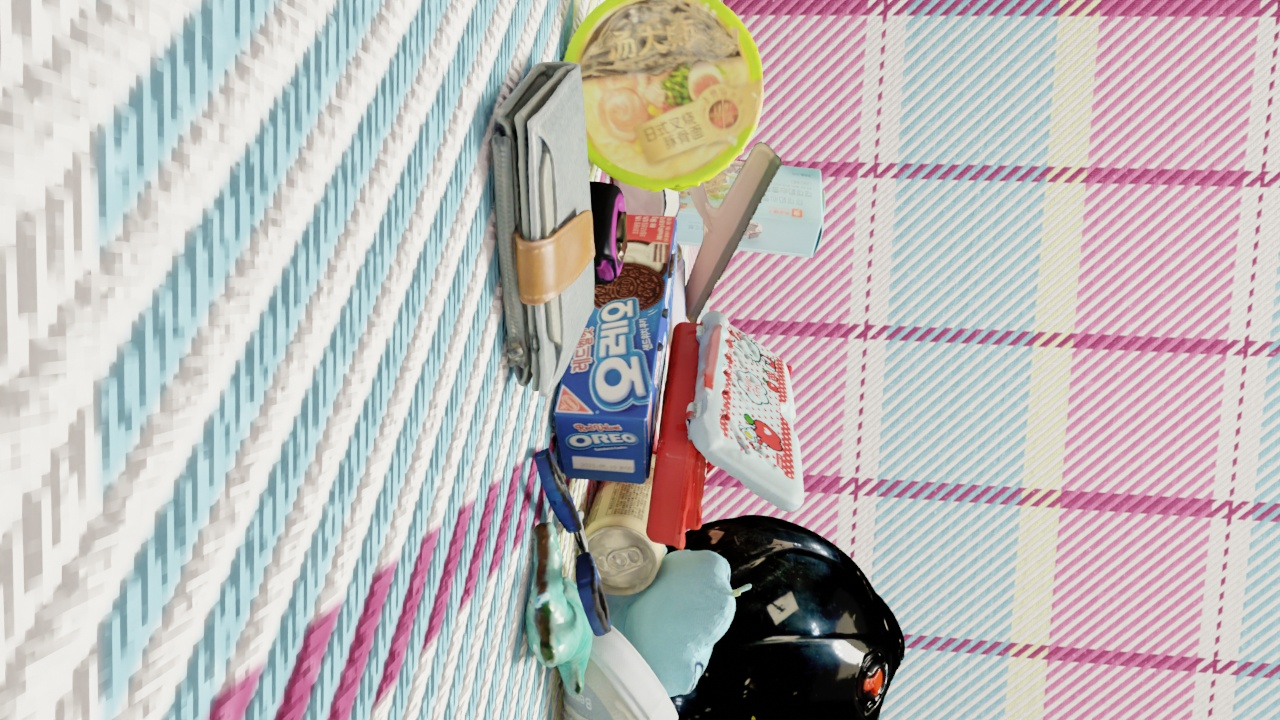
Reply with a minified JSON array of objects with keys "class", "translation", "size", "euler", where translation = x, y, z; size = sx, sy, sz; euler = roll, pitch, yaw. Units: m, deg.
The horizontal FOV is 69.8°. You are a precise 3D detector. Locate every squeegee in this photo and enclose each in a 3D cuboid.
[{"class":"squeegee","translation":[0.053,-0.194,0.774],"size":[0.248,0.040,0.249],"euler":[113,-21,-63]}]

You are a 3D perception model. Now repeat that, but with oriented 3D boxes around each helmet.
[{"class":"helmet","translation":[0.099,0.249,0.818],"size":[0.234,0.274,0.230],"euler":[24,-38,52]}]

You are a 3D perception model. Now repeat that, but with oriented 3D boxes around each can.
[{"class":"can","translation":[-0.008,0.115,0.670],"size":[0.116,0.058,0.058],"euler":[-70,162,-68]},{"class":"can","translation":[0.014,-0.042,0.820],"size":[0.053,0.053,0.135],"euler":[-80,170,-49]}]

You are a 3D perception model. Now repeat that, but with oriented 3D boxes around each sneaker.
[{"class":"sneaker","translation":[-0.020,0.273,0.596],"size":[0.090,0.090,0.242],"euler":[-33,120,-30]}]

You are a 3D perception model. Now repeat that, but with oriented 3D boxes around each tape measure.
[{"class":"tape measure","translation":[-0.026,-0.071,0.515],"size":[0.058,0.039,0.057],"euler":[54,39,-79]}]

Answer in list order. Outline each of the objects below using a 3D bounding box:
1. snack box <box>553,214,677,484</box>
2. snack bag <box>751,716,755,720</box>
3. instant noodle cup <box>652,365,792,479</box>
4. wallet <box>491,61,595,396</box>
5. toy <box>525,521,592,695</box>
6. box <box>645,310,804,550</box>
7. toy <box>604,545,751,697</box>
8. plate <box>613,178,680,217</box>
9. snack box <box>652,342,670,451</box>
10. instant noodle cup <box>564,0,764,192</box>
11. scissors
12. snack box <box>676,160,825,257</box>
[{"class":"snack box","translation":[-0.010,-0.017,0.599],"size":[0.207,0.058,0.057],"euler":[-81,173,-46]},{"class":"snack bag","translation":[0.006,0.322,0.505],"size":[0.245,0.068,0.158],"euler":[-22,119,-52]},{"class":"instant noodle cup","translation":[0.050,0.054,0.835],"size":[0.194,0.066,0.194],"euler":[-45,-179,1]},{"class":"wallet","translation":[-0.039,-0.062,0.425],"size":[0.106,0.037,0.130],"euler":[-78,168,-59]},{"class":"toy","translation":[-0.044,0.137,0.499],"size":[0.092,0.030,0.096],"euler":[71,11,-77]},{"class":"box","translation":[0.062,0.039,0.609],"size":[0.201,0.098,0.095],"euler":[-78,175,-65]},{"class":"toy","translation":[0.016,0.176,0.645],"size":[0.157,0.050,0.161],"euler":[-43,-158,29]},{"class":"plate","translation":[0.009,-0.202,0.752],"size":[0.205,0.045,0.205],"euler":[4,88,-84]},{"class":"snack box","translation":[-0.004,0.004,0.721],"size":[0.127,0.044,0.113],"euler":[82,12,-53]},{"class":"instant noodle cup","translation":[0.011,-0.153,0.560],"size":[0.123,0.111,0.111],"euler":[-97,-171,-86]},{"class":"scissors","translation":[-0.033,0.107,0.518],"size":[0.163,0.012,0.162],"euler":[-114,-175,-51]},{"class":"snack box","translation":[0.086,-0.149,0.881],"size":[0.052,0.175,0.074],"euler":[93,3,-53]}]
